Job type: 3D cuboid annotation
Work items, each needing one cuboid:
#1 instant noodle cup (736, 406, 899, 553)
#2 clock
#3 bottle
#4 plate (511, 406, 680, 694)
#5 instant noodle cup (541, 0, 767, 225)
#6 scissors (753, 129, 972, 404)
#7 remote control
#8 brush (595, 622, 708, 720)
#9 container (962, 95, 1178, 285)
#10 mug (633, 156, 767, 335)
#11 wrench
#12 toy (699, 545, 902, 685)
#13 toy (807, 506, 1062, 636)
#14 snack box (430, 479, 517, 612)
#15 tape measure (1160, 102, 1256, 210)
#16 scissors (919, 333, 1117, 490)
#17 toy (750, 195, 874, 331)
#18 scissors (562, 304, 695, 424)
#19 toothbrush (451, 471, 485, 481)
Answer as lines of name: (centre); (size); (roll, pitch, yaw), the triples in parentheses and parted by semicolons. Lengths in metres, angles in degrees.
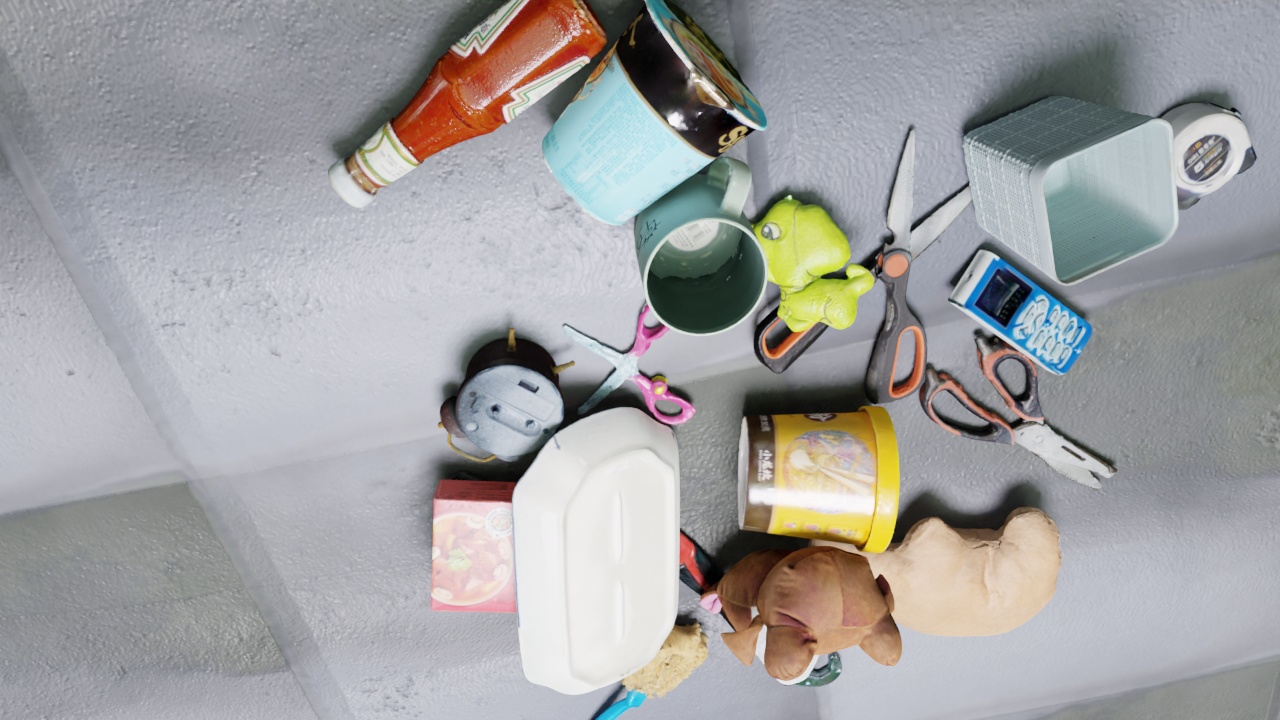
instant noodle cup: (0.139, 0.094, 0.747); (0.114, 0.118, 0.119); (2, 120, 2)
clock: (-0.108, 0.036, 0.721); (0.082, 0.055, 0.122); (29, 115, -20)
bottle: (-0.118, -0.171, 0.599); (0.206, 0.059, 0.060); (-32, 118, 14)
plate: (-0.024, 0.167, 0.754); (0.161, 0.034, 0.266); (-15, 118, -33)
instant noodle cup: (0.001, -0.154, 0.596); (0.121, 0.111, 0.111); (-39, 116, 25)
scissors: (0.188, -0.056, 0.716); (0.221, 0.021, 0.228); (-27, 120, 5)
remote control: (0.302, -0.036, 0.728); (0.125, 0.024, 0.049); (30, 94, -21)
brush: (-0.017, 0.341, 0.916); (0.083, 0.045, 0.255); (10, 127, -34)
container: (0.286, -0.122, 0.627); (0.090, 0.111, 0.090); (-24, 119, -1)
mug: (0.043, -0.089, 0.631); (0.082, 0.106, 0.112); (17, 117, -13)
wrench: (0.102, 0.244, 0.882); (0.056, 0.016, 0.273); (-41, 116, 13)
toy: (0.131, 0.211, 0.767); (0.140, 0.200, 0.130); (0, 87, -16)
toy: (0.268, 0.194, 0.837); (0.226, 0.082, 0.143); (-3, 115, 0)
snack box: (-0.116, 0.167, 0.770); (0.113, 0.044, 0.127); (3, 107, -7)
tape measure: (0.404, -0.153, 0.669); (0.066, 0.033, 0.066); (-34, 119, 12)
scissors: (0.339, 0.049, 0.791); (0.205, 0.015, 0.199); (-6, 120, -2)
toy: (0.121, -0.071, 0.673); (0.097, 0.031, 0.100); (-2, 95, 19)
scissors: (-0.004, 0.004, 0.736); (0.133, 0.017, 0.135); (32, 117, -17)
toothbrush: (-0.073, 0.132, 0.794); (0.189, 0.014, 0.017); (21, 103, -9)
